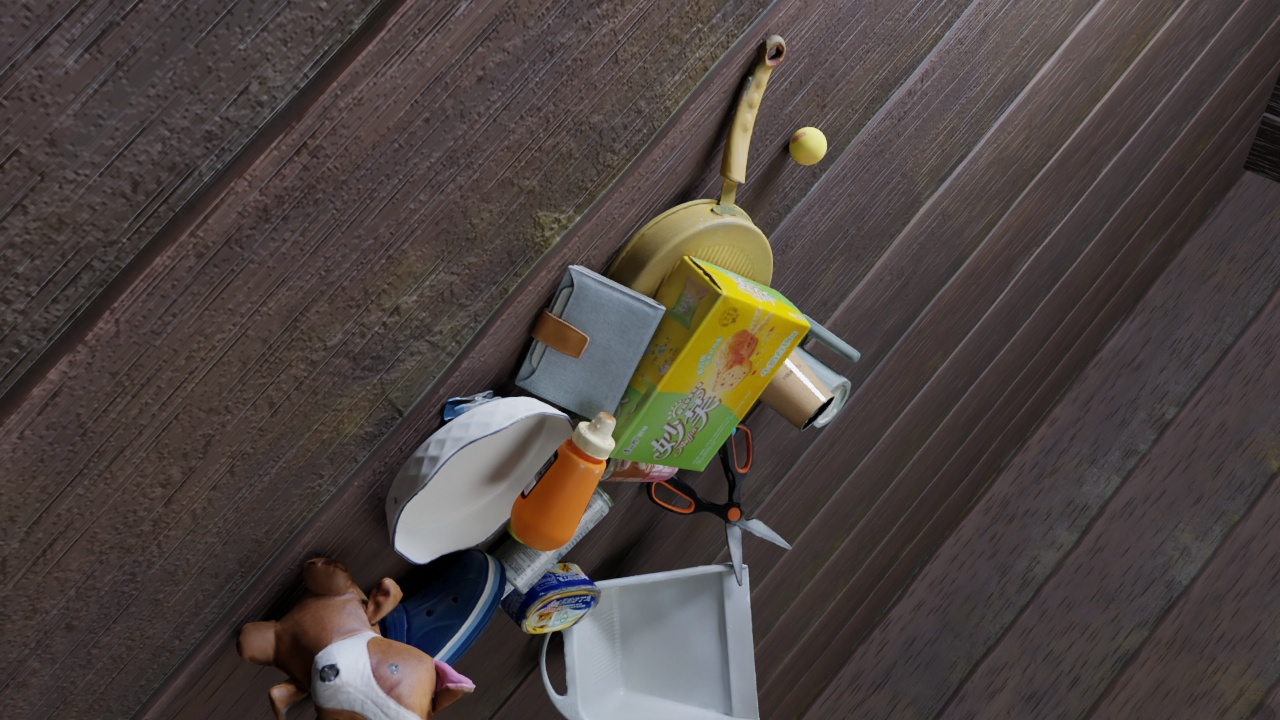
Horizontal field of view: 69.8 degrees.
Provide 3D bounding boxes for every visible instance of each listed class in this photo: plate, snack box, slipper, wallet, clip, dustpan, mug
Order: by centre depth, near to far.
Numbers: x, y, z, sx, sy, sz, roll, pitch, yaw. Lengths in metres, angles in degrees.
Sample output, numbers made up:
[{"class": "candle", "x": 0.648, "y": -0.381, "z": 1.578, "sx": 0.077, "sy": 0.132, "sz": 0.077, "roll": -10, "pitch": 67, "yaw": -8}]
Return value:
[{"class": "clip", "x": -0.156, "y": 0.044, "z": 0.859, "sx": 0.057, "sy": 0.036, "sz": 0.026, "roll": -18, "pitch": 133, "yaw": -43}, {"class": "wallet", "x": -0.050, "y": -0.015, "z": 0.872, "sx": 0.130, "sy": 0.106, "sz": 0.037, "roll": -63, "pitch": -169, "yaw": 13}, {"class": "plate", "x": -0.154, "y": 0.110, "z": 0.873, "sx": 0.204, "sy": 0.045, "sz": 0.205, "roll": -34, "pitch": 156, "yaw": -17}, {"class": "slipper", "x": -0.246, "y": 0.284, "z": 0.923, "sx": 0.252, "sy": 0.105, "sz": 0.095, "roll": -50, "pitch": 123, "yaw": -14}, {"class": "snack box", "x": 0.056, "y": 0.011, "z": 0.944, "sx": 0.157, "sy": 0.070, "sz": 0.210, "roll": 15, "pitch": 116, "yaw": -46}, {"class": "dustpan", "x": 0.008, "y": 0.394, "z": 1.228, "sx": 0.142, "sy": 0.258, "sz": 0.222, "roll": -2, "pitch": 88, "yaw": -67}, {"class": "mug", "x": 0.233, "y": 0.015, "z": 1.258, "sx": 0.083, "sy": 0.103, "sz": 0.124, "roll": -2, "pitch": 124, "yaw": -51}]

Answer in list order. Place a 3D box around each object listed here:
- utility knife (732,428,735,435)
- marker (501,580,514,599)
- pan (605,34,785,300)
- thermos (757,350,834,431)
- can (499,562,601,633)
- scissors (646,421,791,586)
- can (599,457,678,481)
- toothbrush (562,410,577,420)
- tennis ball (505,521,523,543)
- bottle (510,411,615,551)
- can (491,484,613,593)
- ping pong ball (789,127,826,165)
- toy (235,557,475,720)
[{"class": "utility knife", "x": 0.089, "y": 0.056, "z": 1.196, "sx": 0.034, "sy": 0.018, "sz": 0.223, "roll": -46, "pitch": 147, "yaw": -9}, {"class": "marker", "x": -0.186, "y": 0.292, "z": 1.074, "sx": 0.130, "sy": 0.018, "sz": 0.023, "roll": -41, "pitch": 132, "yaw": -16}, {"class": "pan", "x": 0.074, "y": -0.146, "z": 0.929, "sx": 0.197, "sy": 0.078, "sz": 0.358, "roll": 3, "pitch": 125, "yaw": -42}, {"class": "thermos", "x": 0.171, "y": 0.019, "z": 1.154, "sx": 0.093, "sy": 0.143, "sz": 0.093, "roll": -39, "pitch": 160, "yaw": -18}, {"class": "can", "x": -0.111, "y": 0.297, "z": 1.148, "sx": 0.148, "sy": 0.049, "sz": 0.075, "roll": 15, "pitch": 109, "yaw": -56}, {"class": "scissors", "x": 0.108, "y": 0.187, "z": 1.225, "sx": 0.232, "sy": 0.022, "sz": 0.221, "roll": 11, "pitch": 90, "yaw": -15}, {"class": "can", "x": -0.013, "y": 0.114, "z": 1.080, "sx": 0.147, "sy": 0.058, "sz": 0.058, "roll": 12, "pitch": 112, "yaw": -56}, {"class": "toothbrush", "x": -0.114, "y": 0.070, "z": 0.942, "sx": 0.185, "sy": 0.017, "sz": 0.012, "roll": -13, "pitch": 141, "yaw": -45}, {"class": "tennis ball", "x": -0.115, "y": 0.167, "z": 0.993, "sx": 0.065, "sy": 0.065, "sz": 0.066, "roll": -33, "pitch": 144, "yaw": -28}, {"class": "bottle", "x": -0.068, "y": 0.113, "z": 0.884, "sx": 0.066, "sy": 0.067, "sz": 0.150, "roll": 8, "pitch": 119, "yaw": -55}, {"class": "can", "x": -0.101, "y": 0.196, "z": 1.048, "sx": 0.146, "sy": 0.058, "sz": 0.058, "roll": -43, "pitch": 148, "yaw": -15}, {"class": "ping pong ball", "x": 0.182, "y": -0.233, "z": 0.996, "sx": 0.040, "sy": 0.040, "sz": 0.040, "roll": -33, "pitch": 144, "yaw": -28}, {"class": "toy", "x": -0.248, "y": 0.263, "z": 0.789, "sx": 0.140, "sy": 0.199, "sz": 0.130, "roll": -47, "pitch": 152, "yaw": -11}]
